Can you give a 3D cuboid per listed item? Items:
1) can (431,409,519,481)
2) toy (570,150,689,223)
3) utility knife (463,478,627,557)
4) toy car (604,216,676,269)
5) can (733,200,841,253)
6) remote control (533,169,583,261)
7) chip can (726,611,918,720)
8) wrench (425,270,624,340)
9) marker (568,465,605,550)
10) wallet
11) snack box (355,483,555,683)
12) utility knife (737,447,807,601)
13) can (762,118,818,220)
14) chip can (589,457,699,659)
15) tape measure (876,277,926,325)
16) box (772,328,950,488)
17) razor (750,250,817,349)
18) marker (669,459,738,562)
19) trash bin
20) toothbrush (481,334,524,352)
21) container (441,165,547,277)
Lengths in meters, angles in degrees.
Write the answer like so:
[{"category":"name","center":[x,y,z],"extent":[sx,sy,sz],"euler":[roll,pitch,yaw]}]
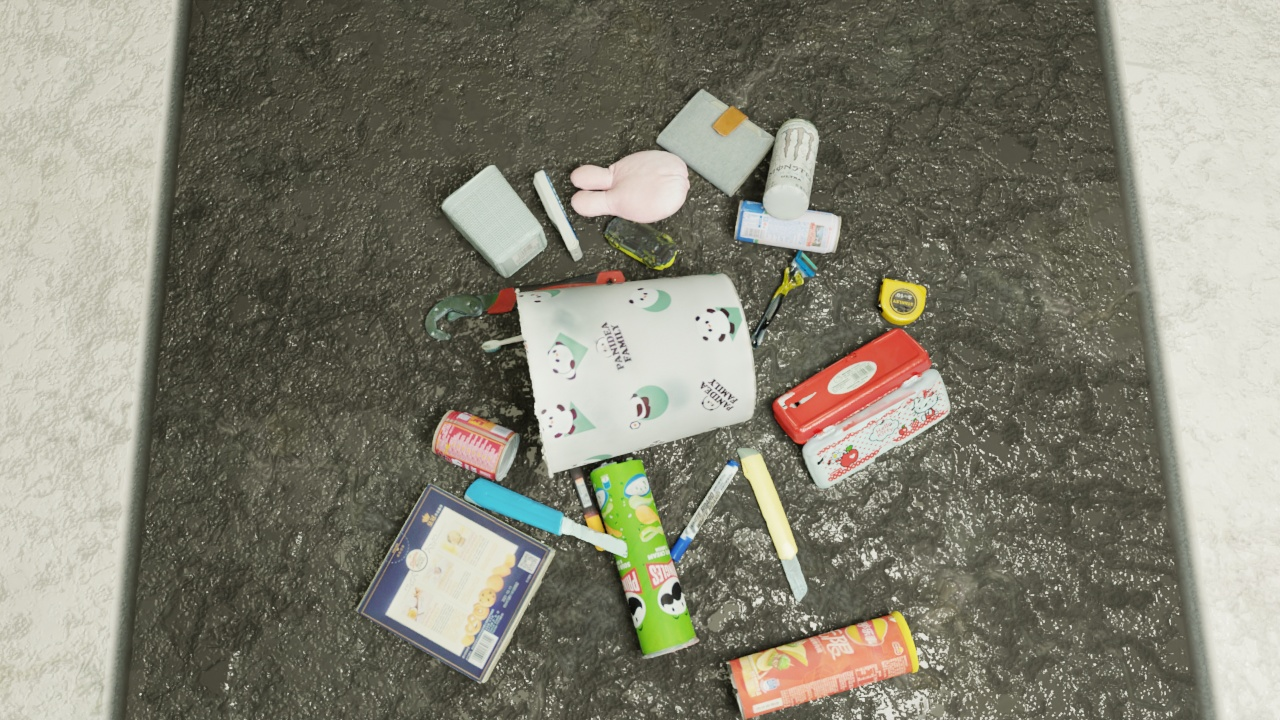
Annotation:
[{"category":"can","center":[-0.209,0.106,1.164],"extent":[0.094,0.066,0.066],"euler":[21,79,7]},{"category":"toy","center":[-0.014,-0.234,1.230],"extent":[0.159,0.054,0.121],"euler":[-3,55,2]},{"category":"utility knife","center":[-0.117,0.195,1.132],"extent":[0.234,0.018,0.034],"euler":[17,74,24]},{"category":"toy car","center":[0.001,-0.157,1.230],"extent":[0.105,0.032,0.048],"euler":[32,75,21]},{"category":"can","center":[0.193,-0.176,1.212],"extent":[0.134,0.053,0.053],"euler":[9,78,5]},{"category":"remote control","center":[-0.111,-0.195,1.236],"extent":[0.024,0.049,0.125],"euler":[-26,77,-1]},{"category":"chip can","center":[0.213,0.361,1.082],"extent":[0.216,0.073,0.073],"euler":[-17,77,-1]},{"category":"wrench","center":[-0.155,-0.081,1.229],"extent":[0.273,0.016,0.056],"euler":[-13,77,0]},{"category":"marker","center":[-0.067,0.183,1.167],"extent":[0.018,0.015,0.123],"euler":[-21,75,-3]},{"category":"wallet","center":[0.105,-0.302,1.255],"extent":[0.130,0.037,0.106],"euler":[38,83,10]},{"category":"snack box","center":[-0.227,0.274,1.138],"extent":[0.182,0.046,0.177],"euler":[27,80,9]},{"category":"utility knife","center":[0.168,0.201,1.147],"extent":[0.031,0.021,0.201],"euler":[-21,70,4]},{"category":"can","center":[0.198,-0.251,1.199],"extent":[0.058,0.058,0.146],"euler":[12,52,6]},{"category":"chip can","center":[0.002,0.238,1.122],"extent":[0.072,0.072,0.236],"euler":[-17,76,-1]},{"category":"tape measure","center":[0.339,-0.075,1.194],"extent":[0.060,0.029,0.057],"euler":[11,77,5]},{"category":"box","center":[0.281,0.063,1.163],"extent":[0.201,0.100,0.110],"euler":[-30,42,-3]},{"category":"razor","center":[0.181,-0.076,1.208],"extent":[0.042,0.022,0.142],"euler":[36,83,-34]},{"category":"marker","center":[0.080,0.189,1.156],"extent":[0.017,0.017,0.145],"euler":[33,81,9]},{"category":"trash bin","center":[-0.007,0.006,1.105],"extent":[0.252,0.230,0.229],"euler":[-10,77,-5]},{"category":"toothbrush","center":[-0.100,-0.043,1.212],"extent":[0.224,0.027,0.026],"euler":[-14,63,0]},{"category":"container","center":[-0.189,-0.180,1.219],"extent":[0.090,0.090,0.111],"euler":[-40,82,-6]}]
